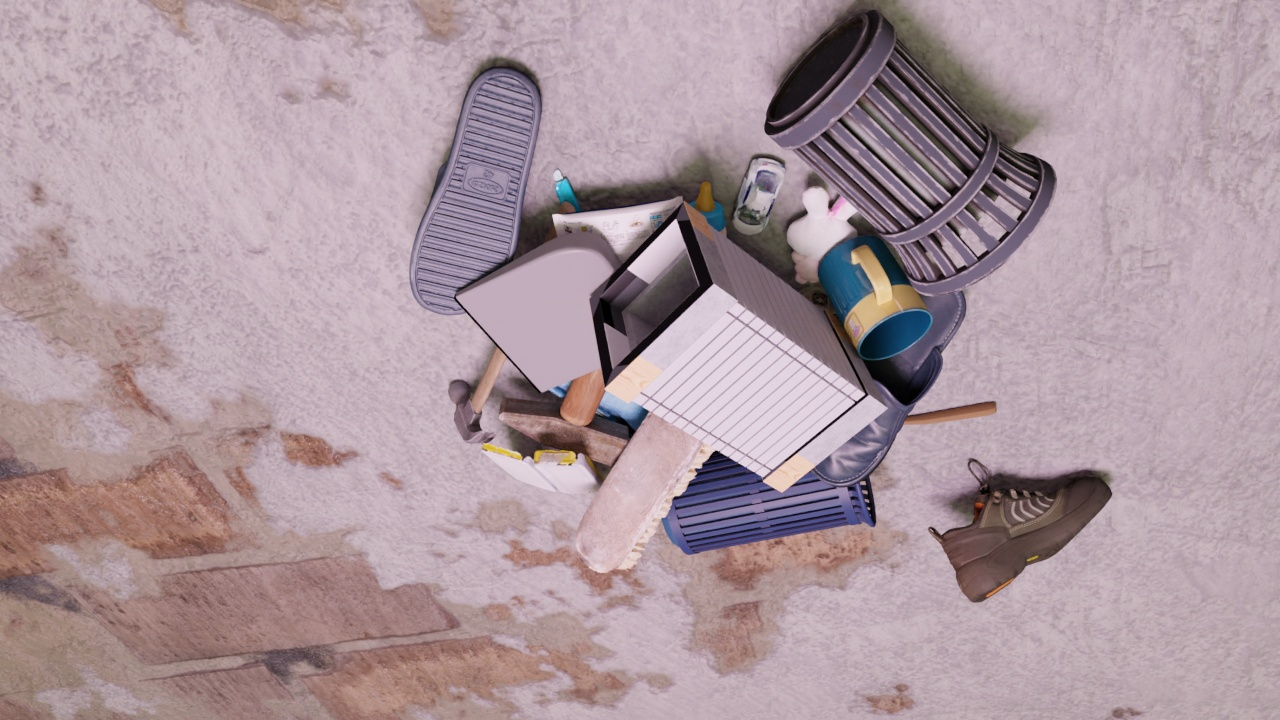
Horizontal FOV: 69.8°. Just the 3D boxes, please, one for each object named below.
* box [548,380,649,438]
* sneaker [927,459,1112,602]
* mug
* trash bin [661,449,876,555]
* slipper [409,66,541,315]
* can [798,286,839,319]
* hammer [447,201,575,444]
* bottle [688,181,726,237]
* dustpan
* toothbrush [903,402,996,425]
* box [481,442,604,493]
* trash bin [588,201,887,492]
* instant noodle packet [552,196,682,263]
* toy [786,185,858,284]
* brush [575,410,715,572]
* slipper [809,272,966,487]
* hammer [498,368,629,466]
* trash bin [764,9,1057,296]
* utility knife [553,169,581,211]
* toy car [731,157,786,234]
[{"bbox_3d":[-0.006,0.006,1.107,0.231,0.033,0.175,35,116,-21],"label":"box"},{"bbox_3d":[0.476,0.196,1.187,0.237,0.143,0.101,-29,151,-13],"label":"sneaker"},{"bbox_3d":[0.238,-0.074,0.943,0.083,0.107,0.113,-23,149,5],"label":"mug"},{"bbox_3d":[0.154,0.161,1.150,0.250,0.139,0.139,-14,126,17],"label":"trash bin"},{"bbox_3d":[-0.166,-0.174,0.954,0.101,0.082,0.264,16,109,-14],"label":"slipper"},{"bbox_3d":[0.193,-0.015,1.058,0.054,0.054,0.136,6,129,0],"label":"can"},{"bbox_3d":[-0.144,-0.036,1.048,0.030,0.119,0.332,11,125,-33],"label":"hammer"},{"bbox_3d":[0.067,-0.125,0.983,0.051,0.051,0.146,2,129,3],"label":"bottle"},{"bbox_3d":[-0.041,-0.069,0.963,0.258,0.033,0.163,-22,131,20],"label":"dustpan"},{"bbox_3d":[0.355,0.074,1.139,0.167,0.016,0.016,-11,126,14],"label":"toothbrush"},{"bbox_3d":[-0.117,0.137,1.152,0.129,0.034,0.210,7,164,8],"label":"box"},{"bbox_3d":[0.095,-0.008,0.916,0.246,0.142,0.143,32,117,-30],"label":"trash bin"},{"bbox_3d":[-0.017,-0.121,0.957,0.134,0.026,0.087,-7,124,6],"label":"instant noodle packet"},{"bbox_3d":[0.193,-0.135,0.973,0.076,0.037,0.126,2,135,-6],"label":"toy"},{"bbox_3d":[0.011,0.142,1.104,0.083,0.056,0.272,39,106,26],"label":"brush"},{"bbox_3d":[0.257,0.021,1.001,0.109,0.083,0.266,34,104,15],"label":"slipper"},{"bbox_3d":[-0.044,-0.021,1.052,0.158,0.037,0.301,19,118,-13],"label":"hammer"},{"bbox_3d":[0.240,-0.194,0.849,0.227,0.163,0.165,37,122,-18],"label":"trash bin"},{"bbox_3d":[-0.069,-0.154,0.994,0.022,0.015,0.117,-11,125,15],"label":"utility knife"},{"bbox_3d":[0.122,-0.168,0.958,0.038,0.027,0.090,11,129,-7],"label":"toy car"}]
